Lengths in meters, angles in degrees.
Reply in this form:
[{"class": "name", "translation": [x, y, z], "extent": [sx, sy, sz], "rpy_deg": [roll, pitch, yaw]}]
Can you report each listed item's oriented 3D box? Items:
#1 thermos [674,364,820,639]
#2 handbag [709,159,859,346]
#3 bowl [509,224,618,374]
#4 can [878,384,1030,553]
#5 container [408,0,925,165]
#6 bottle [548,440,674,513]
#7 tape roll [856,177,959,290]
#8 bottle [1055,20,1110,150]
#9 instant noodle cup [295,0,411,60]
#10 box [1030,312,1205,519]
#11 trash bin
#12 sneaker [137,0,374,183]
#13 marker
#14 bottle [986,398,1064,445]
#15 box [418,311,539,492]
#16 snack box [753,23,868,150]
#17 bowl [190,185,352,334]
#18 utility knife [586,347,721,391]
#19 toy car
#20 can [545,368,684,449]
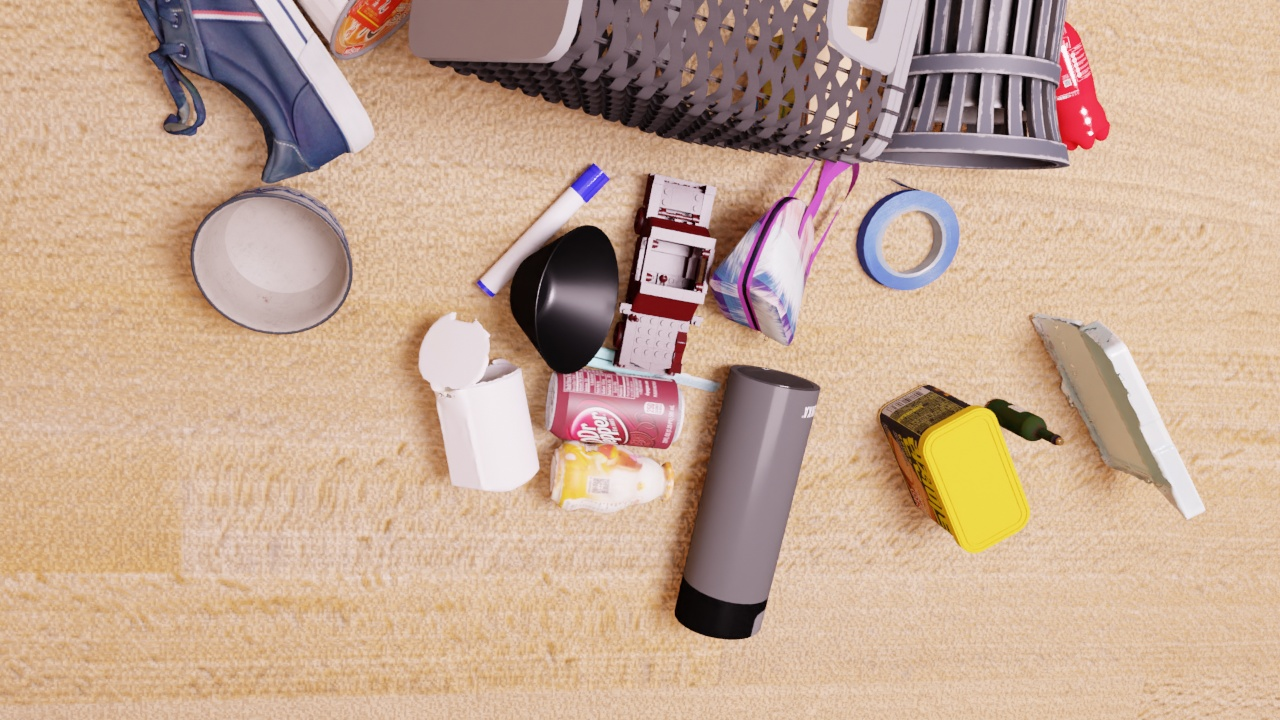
[{"class": "thermos", "translation": [0.096, 0.131, 0.839], "extent": [0.082, 0.082, 0.240], "rpy_deg": [9, 101, -13]}, {"class": "handbag", "translation": [0.134, -0.107, 0.785], "extent": [0.068, 0.144, 0.169], "rpy_deg": [27, 77, 24]}, {"class": "bowl", "translation": [-0.072, -0.054, 0.765], "extent": [0.052, 0.123, 0.124], "rpy_deg": [13, 104, 27]}, {"class": "can", "translation": [0.289, 0.097, 0.858], "extent": [0.072, 0.101, 0.131], "rpy_deg": [-28, 107, -4]}, {"class": "container", "translation": [0.016, -0.280, 0.598], "extent": [0.243, 0.246, 0.247], "rpy_deg": [3, 104, -36]}, {"class": "bottle", "translation": [-0.026, 0.105, 0.820], "extent": [0.108, 0.063, 0.063], "rpy_deg": [5, 102, -12]}, {"class": "tape roll", "translation": [0.246, -0.111, 0.844], "extent": [0.091, 0.016, 0.093], "rpy_deg": [22, 98, -15]}, {"class": "bottle", "translation": [0.379, -0.257, 0.821], "extent": [0.042, 0.042, 0.141], "rpy_deg": [-29, 107, -3]}, {"class": "instant noodle cup", "translation": [-0.221, -0.307, 0.661], "extent": [0.123, 0.123, 0.122], "rpy_deg": [-45, 98, 2]}, {"class": "box", "translation": [0.448, 0.045, 0.858], "extent": [0.043, 0.136, 0.197], "rpy_deg": [-32, 107, 4]}, {"class": "trash bin", "translation": [0.271, -0.276, 0.738], "extent": [0.164, 0.164, 0.227], "rpy_deg": [2, 99, -12]}, {"class": "sneaker", "translation": [-0.326, -0.256, 0.655], "extent": [0.127, 0.121, 0.294], "rpy_deg": [-36, 111, -14]}, {"class": "marker", "translation": [-0.083, -0.110, 0.779], "extent": [0.141, 0.020, 0.020], "rpy_deg": [-45, 107, 2]}, {"class": "bottle", "translation": [0.362, 0.060, 0.861], "extent": [0.025, 0.106, 0.025], "rpy_deg": [-3, 104, -11]}, {"class": "box", "translation": [-0.136, 0.033, 0.769], "extent": [0.091, 0.081, 0.161], "rpy_deg": [-22, 110, -49]}, {"class": "snack box", "translation": [0.133, -0.216, 0.739], "extent": [0.040, 0.126, 0.088], "rpy_deg": [2, 103, -12]}, {"class": "bowl", "translation": [-0.283, -0.085, 0.719], "extent": [0.115, 0.059, 0.116], "rpy_deg": [-5, 120, -9]}, {"class": "utility knife", "translation": [-0.005, 0.005, 0.828], "extent": [0.168, 0.015, 0.022], "rpy_deg": [14, 101, -17]}, {"class": "toy car", "translation": [0.023, -0.070, 0.783], "extent": [0.070, 0.062, 0.170], "rpy_deg": [9, 97, -13]}, {"class": "can", "translation": [-0.023, 0.042, 0.805], "extent": [0.114, 0.063, 0.063], "rpy_deg": [7, 102, -13]}]
